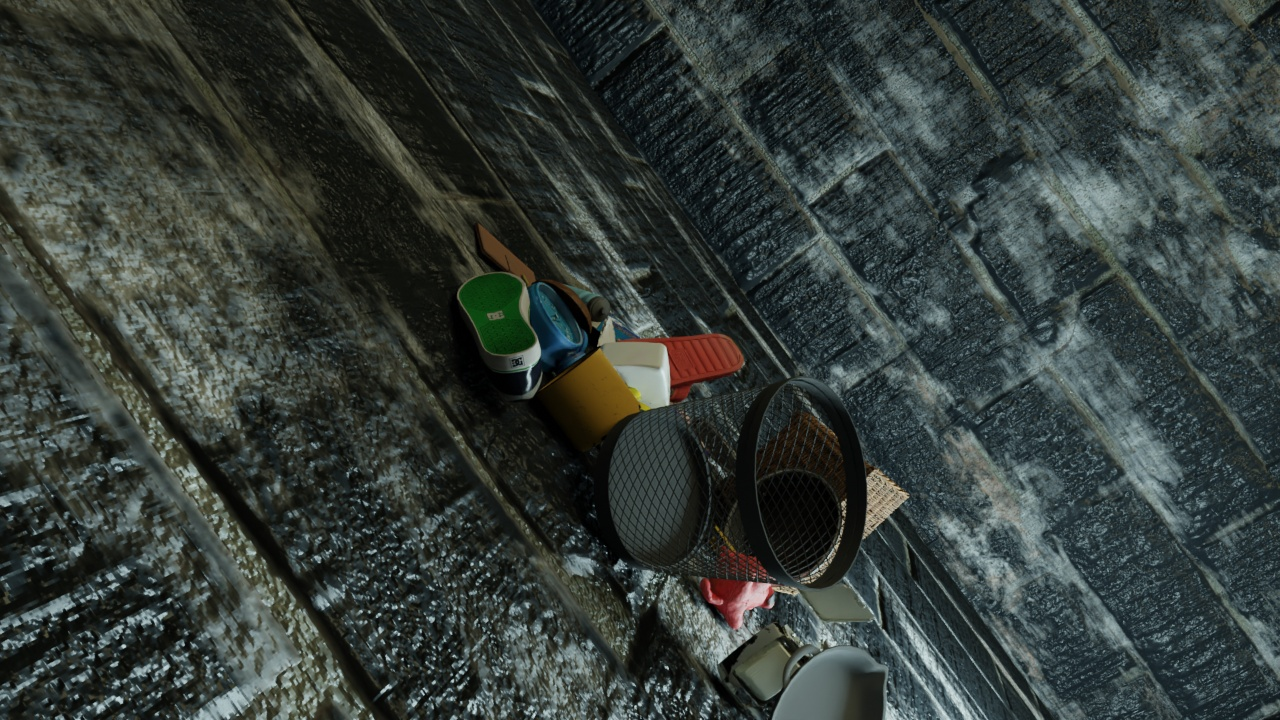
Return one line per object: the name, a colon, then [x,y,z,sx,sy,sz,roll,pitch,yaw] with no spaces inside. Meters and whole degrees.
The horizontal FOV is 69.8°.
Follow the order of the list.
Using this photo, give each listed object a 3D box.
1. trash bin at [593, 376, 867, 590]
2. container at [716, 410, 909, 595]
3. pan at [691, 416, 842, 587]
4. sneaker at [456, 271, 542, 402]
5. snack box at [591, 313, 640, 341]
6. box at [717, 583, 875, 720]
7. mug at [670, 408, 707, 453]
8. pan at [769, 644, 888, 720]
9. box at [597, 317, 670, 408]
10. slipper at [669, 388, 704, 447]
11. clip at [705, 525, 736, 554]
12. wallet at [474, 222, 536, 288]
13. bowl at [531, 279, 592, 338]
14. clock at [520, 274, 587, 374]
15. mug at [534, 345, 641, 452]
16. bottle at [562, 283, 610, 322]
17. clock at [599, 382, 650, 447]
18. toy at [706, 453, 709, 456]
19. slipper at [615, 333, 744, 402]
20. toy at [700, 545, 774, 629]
trash bin: [0.095,0.139,1.013,0.217,0.228,0.217,12,73,-47]
container: [0.254,0.216,1.454,0.162,0.250,0.183,34,15,-50]
pan: [0.171,0.198,1.386,0.055,0.187,0.356,45,4,-39]
sneaker: [-0.162,-0.030,1.071,0.235,0.084,0.079,-118,-161,-56]
snack box: [-0.064,-0.065,1.439,0.150,0.027,0.082,29,9,-46]
box: [0.194,0.346,1.081,0.143,0.186,0.070,52,3,-21]
mug: [0.032,0.124,1.283,0.083,0.079,0.111,53,26,-1]
pan: [0.224,0.463,1.039,0.024,0.216,0.355,7,-55,54]
box: [-0.016,0.005,1.269,0.136,0.121,0.109,-79,166,-51]
slipper: [0.027,0.061,1.439,0.221,0.056,0.106,51,14,2]
clip: [0.118,0.260,1.325,0.054,0.045,0.049,52,40,-1]
wallet: [-0.190,-0.140,1.316,0.121,0.013,0.087,42,14,-37]
bowl: [-0.104,-0.077,1.279,0.114,0.026,0.102,18,-38,45]
clock: [-0.117,-0.034,1.210,0.161,0.060,0.116,49,15,-26]
mug: [-0.065,0.050,1.128,0.094,0.100,0.124,54,-13,-5]
bottle: [-0.088,-0.083,1.326,0.130,0.040,0.040,20,-16,50]
clock: [-0.020,0.084,1.199,0.119,0.083,0.057,54,10,-9]
toy: [0.098,0.137,1.534,0.111,0.030,0.049,21,39,-57]
slipper: [0.039,0.015,1.384,0.248,0.059,0.103,-7,54,-24]
toy: [0.109,0.293,1.200,0.094,0.088,0.132,25,15,40]
